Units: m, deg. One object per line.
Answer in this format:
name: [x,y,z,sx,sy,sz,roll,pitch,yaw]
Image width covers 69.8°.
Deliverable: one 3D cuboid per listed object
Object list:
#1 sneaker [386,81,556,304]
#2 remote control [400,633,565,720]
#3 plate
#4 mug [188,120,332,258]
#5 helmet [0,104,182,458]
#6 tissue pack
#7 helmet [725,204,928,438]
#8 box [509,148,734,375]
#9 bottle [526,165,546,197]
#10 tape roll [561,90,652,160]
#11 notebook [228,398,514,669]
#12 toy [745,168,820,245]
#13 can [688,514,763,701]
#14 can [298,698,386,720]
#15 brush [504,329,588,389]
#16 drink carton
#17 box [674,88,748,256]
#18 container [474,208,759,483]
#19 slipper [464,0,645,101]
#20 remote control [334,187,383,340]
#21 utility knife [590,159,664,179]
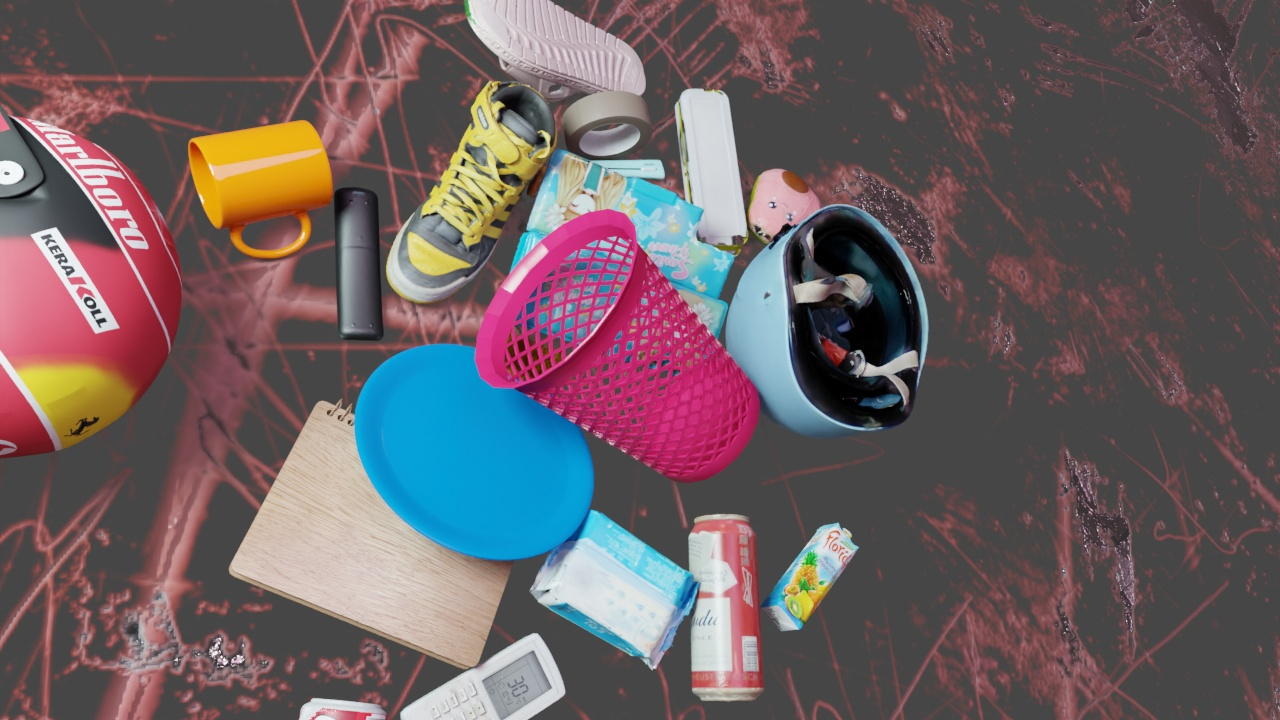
sneaker: [-0.153,-0.166,0.871,0.086,0.122,0.237,31,59,-14]
remote control: [-0.130,0.287,0.770,0.138,0.026,0.060,-23,84,-33]
plate: [-0.145,0.080,0.814,0.224,0.024,0.223,22,41,-21]
mug: [-0.327,-0.146,0.805,0.095,0.078,0.113,-21,111,-32]
helmet: [-0.448,-0.065,0.631,0.224,0.198,0.271,-37,83,-33]
tissue pack: [-0.022,0.208,0.837,0.144,0.062,0.092,34,60,-9]
helmet: [0.191,-0.039,0.978,0.225,0.167,0.264,48,55,-18]
box: [-0.012,-0.093,0.931,0.226,0.039,0.182,18,91,-21]
bottle: [-0.063,-0.165,0.953,0.108,0.063,0.063,23,62,-20]
tape roll: [-0.036,-0.249,0.981,0.093,0.094,0.030,-3,73,-29]
notebook: [-0.207,0.142,0.778,0.210,0.022,0.168,28,56,-16]
toy: [0.166,-0.177,1.087,0.090,0.051,0.109,39,59,-9]
can: [0.081,0.236,0.878,0.067,0.067,0.170,10,68,-25]
can: [-0.230,0.310,0.685,0.064,0.064,0.104,16,65,-23]
brush: [-0.095,0.003,0.893,0.126,0.017,0.048,22,45,-22]
drink carton: [0.177,0.222,0.952,0.044,0.039,0.128,50,57,-3]
box: [0.080,-0.219,1.072,0.065,0.045,0.209,-1,72,-15]
container: [-0.005,0.004,0.840,0.225,0.184,0.182,41,55,-34]
slipper: [-0.096,-0.332,1.000,0.238,0.065,0.094,8,70,-44]
remote control: [-0.259,-0.091,0.846,0.041,0.020,0.151,1,72,-27]
utility knife: [-0.027,-0.213,1.021,0.120,0.015,0.022,-6,99,-28]
